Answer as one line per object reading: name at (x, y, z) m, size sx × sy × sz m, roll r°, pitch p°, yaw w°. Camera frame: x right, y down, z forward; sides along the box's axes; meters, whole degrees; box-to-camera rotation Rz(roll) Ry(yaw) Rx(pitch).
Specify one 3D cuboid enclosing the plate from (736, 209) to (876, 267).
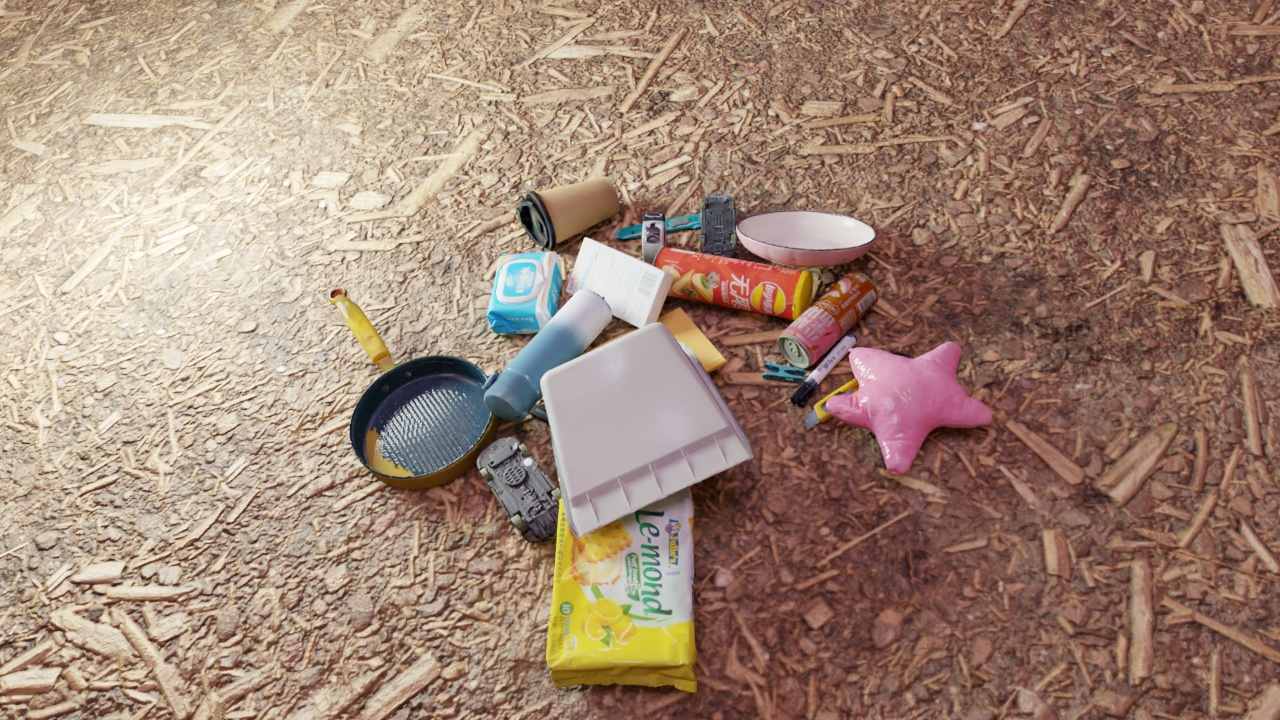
plate at (0.230, -0.167, 1.281) m, size 0.192 × 0.039 × 0.192 m, roll 0°, pitch 25°, yaw 0°

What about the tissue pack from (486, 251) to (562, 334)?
tissue pack at (-0.166, -0.099, 1.321) m, size 0.090 × 0.063 × 0.139 m, roll -2°, pitch 52°, yaw 9°

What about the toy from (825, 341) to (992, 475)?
toy at (0.322, 0.037, 1.114) m, size 0.194 × 0.075 × 0.178 m, roll -29°, pitch 58°, yaw -16°

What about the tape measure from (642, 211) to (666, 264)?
tape measure at (0.020, -0.174, 1.343) m, size 0.033 × 0.066 × 0.065 m, roll -1°, pitch 51°, yaw 7°

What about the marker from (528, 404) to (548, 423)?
marker at (-0.101, 0.082, 1.198) m, size 0.124 × 0.015 × 0.018 m, roll 23°, pitch 56°, yaw 27°

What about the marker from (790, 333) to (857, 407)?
marker at (0.239, 0.012, 1.187) m, size 0.022 × 0.018 × 0.130 m, roll 43°, pitch 68°, yaw 7°

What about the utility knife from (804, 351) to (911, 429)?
utility knife at (0.274, 0.037, 1.161) m, size 0.173 × 0.015 × 0.033 m, roll -32°, pitch 51°, yaw -14°

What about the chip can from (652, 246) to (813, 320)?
chip can at (0.125, -0.107, 1.266) m, size 0.217 × 0.073 × 0.073 m, roll 13°, pitch 56°, yaw 20°

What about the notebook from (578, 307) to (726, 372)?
notebook at (-0.007, 0.007, 1.222) m, size 0.206 × 0.010 × 0.146 m, roll -25°, pitch 40°, yaw -10°

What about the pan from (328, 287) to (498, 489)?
pan at (-0.333, 0.023, 1.248) m, size 0.197 × 0.078 × 0.357 m, roll -33°, pitch 54°, yaw -16°

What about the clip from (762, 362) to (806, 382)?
clip at (0.187, 0.017, 1.194) m, size 0.057 × 0.014 × 0.046 m, roll 6°, pitch 52°, yaw 17°

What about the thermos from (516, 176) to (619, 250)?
thermos at (-0.109, -0.230, 1.403) m, size 0.143 × 0.093 × 0.093 m, roll -24°, pitch 51°, yaw -18°

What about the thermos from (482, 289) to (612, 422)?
thermos at (-0.123, -0.008, 1.221) m, size 0.070 × 0.070 × 0.219 m, roll 21°, pitch 51°, yaw 25°

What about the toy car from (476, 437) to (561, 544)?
toy car at (-0.144, 0.157, 1.129) m, size 0.070 × 0.042 × 0.158 m, roll -31°, pitch 54°, yaw -14°

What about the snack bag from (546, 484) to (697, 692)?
snack bag at (-0.016, 0.245, 1.019) m, size 0.158 × 0.068 × 0.245 m, roll -4°, pitch 52°, yaw 8°

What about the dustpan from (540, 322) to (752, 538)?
dustpan at (-0.008, 0.067, 1.119) m, size 0.223 × 0.143 × 0.257 m, roll -25°, pitch 67°, yaw 2°

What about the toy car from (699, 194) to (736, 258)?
toy car at (0.115, -0.196, 1.359) m, size 0.054 × 0.037 × 0.120 m, roll -2°, pitch 56°, yaw 6°

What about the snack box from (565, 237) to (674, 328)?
snack box at (-0.031, -0.108, 1.286) m, size 0.157 × 0.026 × 0.085 m, roll 28°, pitch 102°, yaw 35°

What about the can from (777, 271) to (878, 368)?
can at (0.248, -0.055, 1.210) m, size 0.147 × 0.058 × 0.058 m, roll -41°, pitch 56°, yaw -21°

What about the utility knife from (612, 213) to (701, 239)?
utility knife at (0.035, -0.204, 1.398) m, size 0.160 × 0.013 × 0.029 m, roll -10°, pitch 51°, yaw 3°
